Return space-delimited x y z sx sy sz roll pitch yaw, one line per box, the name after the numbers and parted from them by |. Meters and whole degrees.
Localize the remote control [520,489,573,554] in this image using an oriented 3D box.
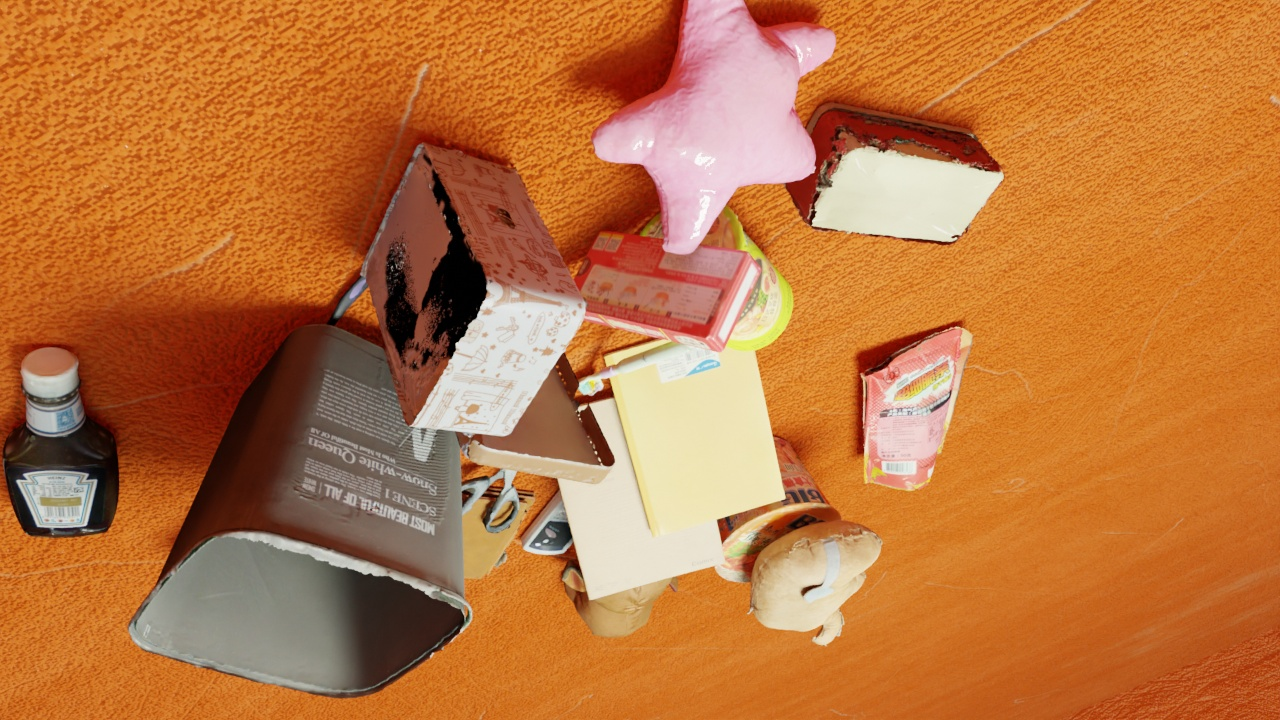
-0.077 0.169 1.029 0.058 0.021 0.150 14 128 -33 | remote control

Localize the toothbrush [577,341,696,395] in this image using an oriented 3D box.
-0.005 0.005 0.809 0.029 0.020 0.190 5 165 -31 | toothbrush

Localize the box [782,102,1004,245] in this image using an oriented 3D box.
0.213 -0.148 0.759 0.168 0.077 0.092 2 135 -25 | box

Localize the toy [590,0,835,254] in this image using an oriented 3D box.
0.062 -0.166 0.660 0.178 0.074 0.195 24 102 -32 | toy

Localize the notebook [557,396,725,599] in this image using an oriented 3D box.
-0.004 0.134 0.934 0.149 0.012 0.211 -14 107 -6 | notebook

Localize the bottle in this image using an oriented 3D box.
-0.470 0.070 0.743 0.079 0.044 0.195 2 134 -24 | bottle

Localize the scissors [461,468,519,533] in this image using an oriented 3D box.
-0.134 0.111 0.925 0.165 0.014 0.163 -15 131 -16 | scissors

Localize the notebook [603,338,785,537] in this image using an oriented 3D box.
0.058 0.068 0.908 0.146 0.010 0.206 -16 111 -4 | notebook

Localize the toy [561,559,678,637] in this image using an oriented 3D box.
-0.021 0.248 1.071 0.140 0.130 0.200 -12 160 -13 | toy

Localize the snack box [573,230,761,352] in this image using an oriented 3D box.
0.013 -0.057 0.711 0.025 0.153 0.075 42 69 -47 | snack box

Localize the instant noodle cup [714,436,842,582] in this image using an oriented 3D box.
0.137 0.165 1.043 0.151 0.111 0.152 -12 139 -11 | instant noodle cup

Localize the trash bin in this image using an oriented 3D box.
-0.242 0.111 0.713 0.199 0.219 0.199 28 129 -29 | trash bin

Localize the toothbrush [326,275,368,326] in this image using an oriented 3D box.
-0.220 -0.063 0.726 0.189 0.016 0.014 -43 144 20 | toothbrush

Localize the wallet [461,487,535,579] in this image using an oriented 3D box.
-0.184 0.187 0.996 0.107 0.031 0.132 11 126 -32 | wallet

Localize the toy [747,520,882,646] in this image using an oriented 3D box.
0.186 0.255 1.015 0.143 0.082 0.226 -7 141 -4 | toy

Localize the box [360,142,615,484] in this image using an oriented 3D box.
-0.089 -0.034 0.681 0.205 0.180 0.158 16 122 -39 | box

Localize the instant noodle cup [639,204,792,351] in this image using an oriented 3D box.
0.069 -0.063 0.779 0.112 0.111 0.123 -39 144 20 | instant noodle cup

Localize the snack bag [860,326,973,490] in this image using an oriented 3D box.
0.305 0.059 1.039 0.128 0.073 0.208 -19 134 -8 | snack bag
